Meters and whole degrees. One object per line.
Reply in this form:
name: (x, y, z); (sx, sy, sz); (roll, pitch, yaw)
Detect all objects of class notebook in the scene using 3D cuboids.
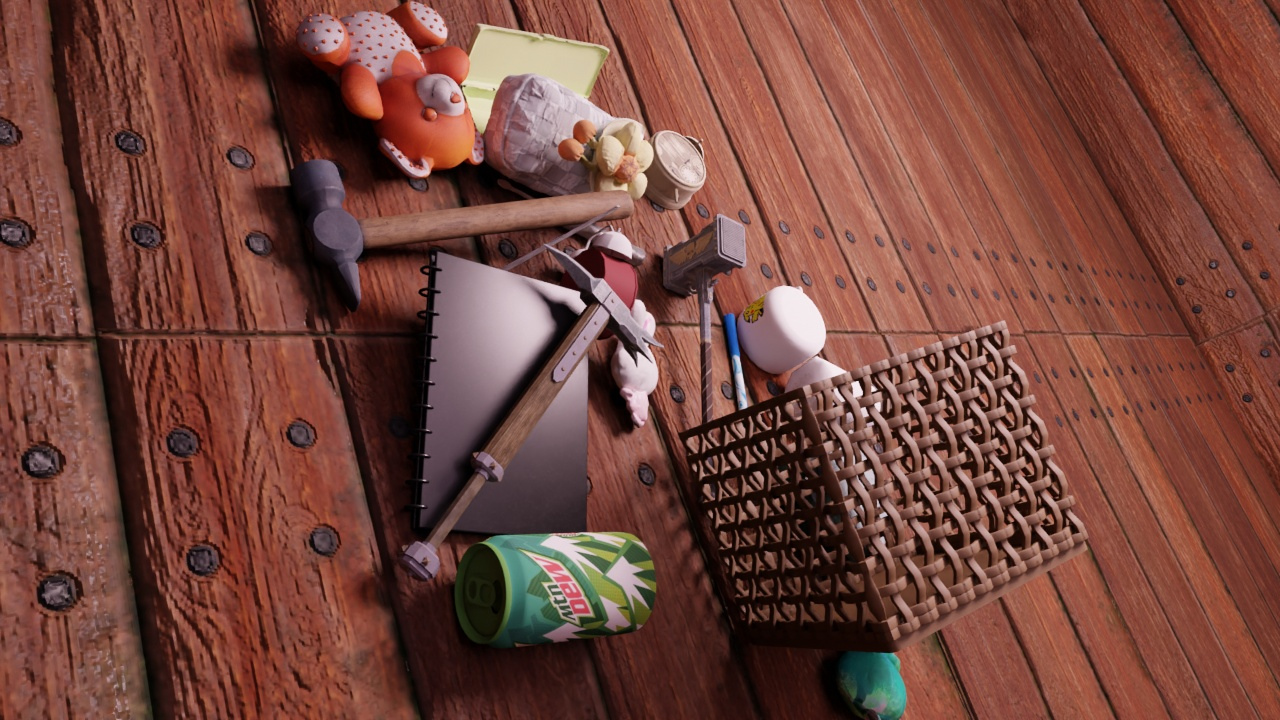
notebook: (-0.116, 0.033, 0.785); (0.169, 0.019, 0.231); (13, 68, -38)

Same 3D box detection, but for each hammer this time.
hammer: (-0.142, -0.128, 0.841); (0.321, 0.040, 0.129); (-13, 76, -33)
hammer: (-0.101, 0.045, 0.757); (0.147, 0.028, 0.315); (49, 52, -21)
hammer: (0.070, 0.005, 0.981); (0.044, 0.099, 0.321); (18, 61, -35)

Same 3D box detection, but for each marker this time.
marker: (0.111, 0.007, 1.059); (0.013, 0.013, 0.141); (19, 52, -35)

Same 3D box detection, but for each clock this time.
clock: (-0.043, -0.075, 0.910); (0.044, 0.087, 0.124); (20, 61, -34)
clock: (0.047, -0.248, 1.139); (0.093, 0.055, 0.140); (49, 43, -7)

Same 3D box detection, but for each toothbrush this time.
toothbrush: (-0.100, -0.098, 0.820); (0.010, 0.181, 0.010); (64, 8, 11)
toothbrush: (-0.073, -0.149, 0.985); (0.185, 0.022, 0.024); (25, 15, -28)

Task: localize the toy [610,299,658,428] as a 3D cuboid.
toy: (-0.005, 0.005, 0.920); (0.076, 0.037, 0.125); (30, 61, -67)

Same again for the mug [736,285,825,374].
mug: (0.173, -0.045, 1.110); (0.094, 0.068, 0.115); (38, 43, -19)

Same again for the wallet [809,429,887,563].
wallet: (0.238, 0.155, 1.050); (0.100, 0.054, 0.131); (-33, 91, -48)

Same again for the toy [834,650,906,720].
toy: (0.237, 0.300, 0.944); (0.130, 0.073, 0.193); (32, 36, -23)

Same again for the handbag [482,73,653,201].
handbag: (-0.070, -0.220, 0.945); (0.171, 0.123, 0.112); (17, 96, -38)

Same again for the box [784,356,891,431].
box: (0.249, 0.049, 1.113); (0.159, 0.081, 0.091); (25, 40, -32)

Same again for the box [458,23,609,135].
box: (-0.117, -0.294, 1.013); (0.187, 0.061, 0.133); (-11, 111, -45)

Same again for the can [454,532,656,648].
can: (-0.065, 0.178, 0.721); (0.144, 0.083, 0.083); (8, 59, -40)

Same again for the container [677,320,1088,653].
container: (0.217, 0.119, 0.856); (0.251, 0.220, 0.214); (-16, 83, -28)

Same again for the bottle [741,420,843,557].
bottle: (0.157, 0.128, 0.990); (0.174, 0.055, 0.055); (54, 41, 1)

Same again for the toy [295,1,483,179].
toy: (-0.220, -0.255, 0.861); (0.172, 0.093, 0.163); (55, 39, -1)
